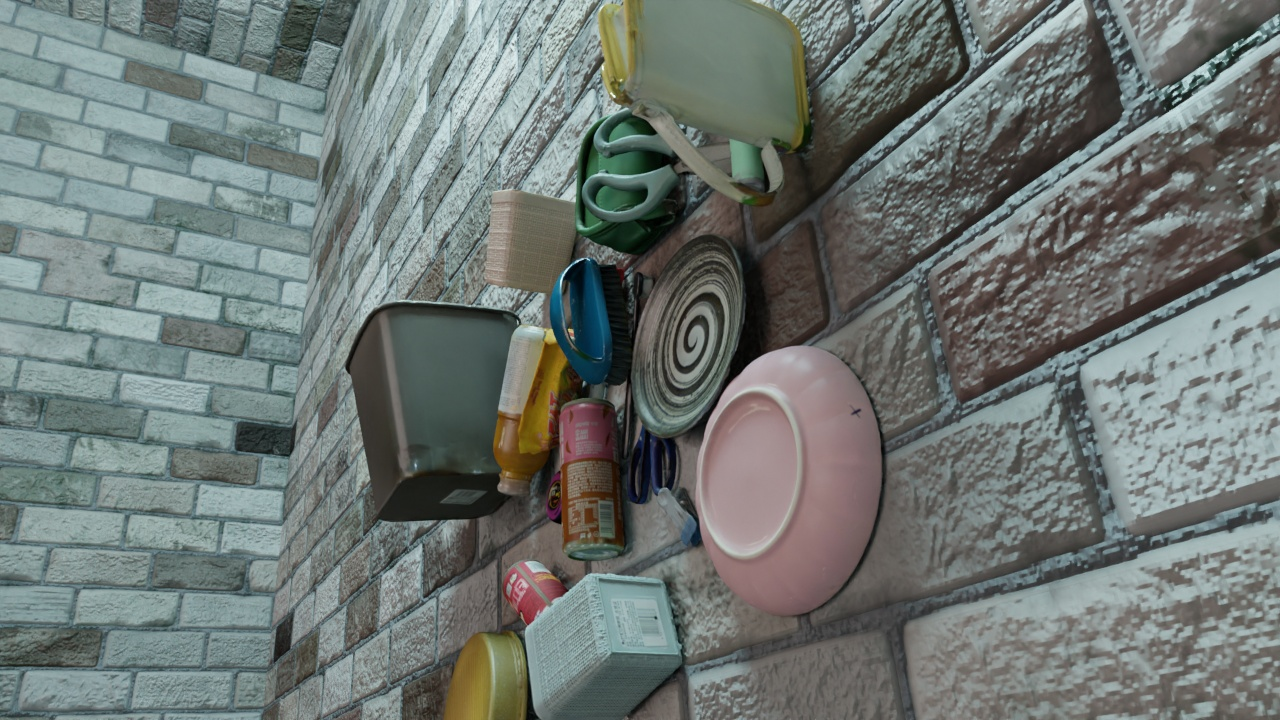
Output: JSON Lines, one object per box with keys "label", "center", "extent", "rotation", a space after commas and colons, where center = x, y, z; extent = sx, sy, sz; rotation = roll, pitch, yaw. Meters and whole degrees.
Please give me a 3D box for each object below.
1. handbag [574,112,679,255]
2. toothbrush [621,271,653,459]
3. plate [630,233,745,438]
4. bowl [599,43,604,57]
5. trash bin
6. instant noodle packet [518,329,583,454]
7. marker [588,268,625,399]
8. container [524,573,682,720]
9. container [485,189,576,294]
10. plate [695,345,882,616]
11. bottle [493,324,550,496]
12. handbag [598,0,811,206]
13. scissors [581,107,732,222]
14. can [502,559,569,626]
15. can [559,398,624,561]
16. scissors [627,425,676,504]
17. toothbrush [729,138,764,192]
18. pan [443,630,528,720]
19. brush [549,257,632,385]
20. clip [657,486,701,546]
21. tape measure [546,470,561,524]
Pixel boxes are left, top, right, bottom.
{"label": "handbag", "center": [-0.007, -0.177, 0.901], "extent": [0.120, 0.068, 0.131], "rotation": [-16, 65, 50]}
{"label": "toothbrush", "center": [-0.005, 0.005, 0.881], "extent": [0.016, 0.018, 0.181], "rotation": [-2, 81, 65]}
{"label": "plate", "center": [0.043, -0.019, 0.781], "extent": [0.180, 0.024, 0.179], "rotation": [-38, 45, 50]}
{"label": "bowl", "center": [0.025, -0.274, 0.842], "extent": [0.113, 0.113, 0.062], "rotation": [28, 137, 61]}
{"label": "trash bin", "center": [-0.244, 0.069, 1.131], "extent": [0.200, 0.198, 0.219], "rotation": [-47, 49, 48]}
{"label": "instant noodle packet", "center": [-0.085, 0.032, 0.948], "extent": [0.110, 0.044, 0.128], "rotation": [-8, -67, -76]}
{"label": "marker", "center": [-0.035, -0.023, 0.942], "extent": [0.017, 0.017, 0.145], "rotation": [5, 85, 62]}
{"label": "container", "center": [-0.030, 0.239, 0.770], "extent": [0.112, 0.089, 0.090], "rotation": [-51, 39, 38]}
{"label": "container", "center": [-0.131, -0.138, 1.085], "extent": [0.090, 0.089, 0.111], "rotation": [16, 97, 62]}
{"label": "plate", "center": [0.090, 0.081, 0.651], "extent": [0.193, 0.039, 0.192], "rotation": [-31, 54, 55]}
{"label": "bottle", "center": [-0.125, 0.056, 1.026], "extent": [0.068, 0.068, 0.189], "rotation": [13, 93, 62]}
{"label": "handbag", "center": [0.050, -0.196, 0.691], "extent": [0.063, 0.163, 0.178], "rotation": [-39, 48, 53]}
{"label": "scissors", "center": [0.018, -0.165, 0.821], "extent": [0.180, 0.019, 0.143], "rotation": [19, 86, 34]}
{"label": "can", "center": [-0.093, 0.247, 0.916], "extent": [0.133, 0.053, 0.053], "rotation": [21, 99, 61]}
{"label": "can", "center": [-0.047, 0.113, 0.874], "extent": [0.058, 0.057, 0.147], "rotation": [-39, 48, 51]}
{"label": "scissors", "center": [0.016, 0.046, 0.831], "extent": [0.133, 0.012, 0.172], "rotation": [26, 103, 63]}
{"label": "toothbrush", "center": [0.084, -0.239, 0.785], "extent": [0.026, 0.027, 0.224], "rotation": [-12, 66, 23]}
{"label": "pan", "center": [-0.151, 0.460, 0.963], "extent": [0.356, 0.078, 0.198], "rotation": [-97, 29, -42]}
{"label": "brush", "center": [-0.052, -0.041, 0.889], "extent": [0.055, 0.073, 0.143], "rotation": [-48, 42, 44]}
{"label": "clip", "center": [0.034, 0.127, 0.761], "extent": [0.025, 0.032, 0.057], "rotation": [-65, 35, 28]}
{"label": "tape measure", "center": [-0.068, 0.138, 0.925], "extent": [0.057, 0.039, 0.057], "rotation": [-51, 34, 42]}
